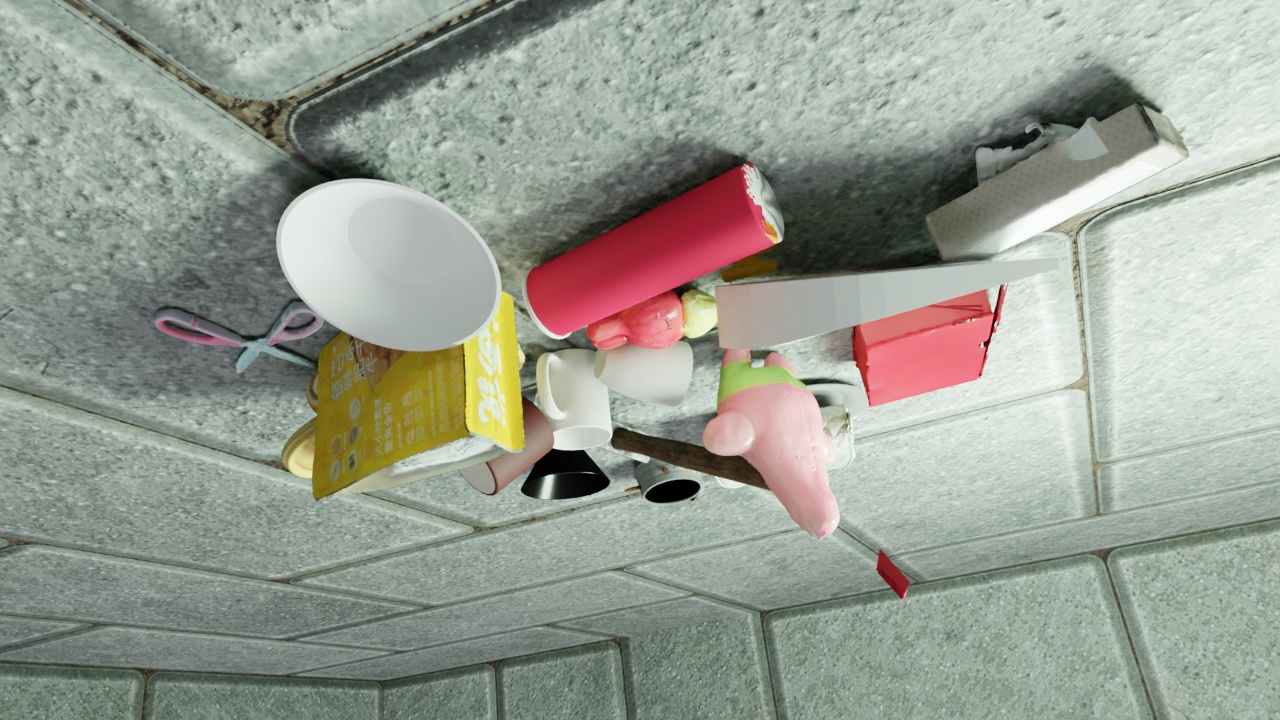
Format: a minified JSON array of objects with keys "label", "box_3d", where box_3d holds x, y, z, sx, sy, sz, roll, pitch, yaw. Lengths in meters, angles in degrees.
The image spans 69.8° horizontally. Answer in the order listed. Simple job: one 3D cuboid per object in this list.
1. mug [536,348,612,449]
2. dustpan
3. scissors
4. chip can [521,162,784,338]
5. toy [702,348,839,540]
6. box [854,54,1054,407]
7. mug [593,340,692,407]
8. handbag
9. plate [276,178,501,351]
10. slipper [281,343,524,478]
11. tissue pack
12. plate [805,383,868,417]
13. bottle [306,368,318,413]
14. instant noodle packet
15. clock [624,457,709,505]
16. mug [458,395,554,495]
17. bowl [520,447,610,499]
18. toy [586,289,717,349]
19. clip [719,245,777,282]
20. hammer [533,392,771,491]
[{"label":"mug","box_3d":[-0.079,0.037,0.988,0.074,0.090,0.110,-16,154,20]},{"label":"dustpan","box_3d":[0.196,-0.050,0.808,0.258,0.053,0.191,-5,-175,0]},{"label":"scissors","box_3d":[-0.363,-0.023,0.876,0.176,0.013,0.170,-18,153,24]},{"label":"chip can","box_3d":[0.007,-0.087,0.764,0.221,0.069,0.069,-22,152,29]},{"label":"toy","box_3d":[0.151,0.085,0.979,0.191,0.236,0.097,11,135,-36]},{"label":"box","box_3d":[0.350,-0.124,1.017,0.148,0.374,0.213,19,168,20]},{"label":"mug","box_3d":[-0.006,0.006,0.986,0.089,0.071,0.107,12,179,-18]},{"label":"handbag","box_3d":[0.190,0.118,1.228,0.195,0.072,0.139,-13,154,13]},{"label":"plate","box_3d":[-0.193,-0.081,0.723,0.174,0.036,0.174,4,137,4]},{"label":"slipper","box_3d":[-0.230,0.063,0.932,0.263,0.078,0.099,-31,158,0]},{"label":"tissue pack","box_3d":[0.326,-0.147,0.739,0.103,0.071,0.182,-4,164,-46]},{"label":"plate","box_3d":[0.213,0.063,1.219,0.178,0.012,0.179,-6,156,-3]},{"label":"bottle","box_3d":[-0.305,0.044,0.976,0.063,0.063,0.108,-11,154,8]},{"label":"instant noodle packet","box_3d":[-0.220,0.028,0.846,0.222,0.162,0.084,-19,155,26]},{"label":"clock","box_3d":[0.053,0.180,1.381,0.104,0.056,0.147,-35,140,31]},{"label":"mug","box_3d":[-0.145,0.074,0.940,0.073,0.082,0.106,22,136,35]},{"label":"bowl","box_3d":[-0.106,0.151,1.279,0.124,0.052,0.124,-6,156,-3]},{"label":"toy","box_3d":[0.013,-0.038,0.901,0.135,0.045,0.092,-11,154,-4]},{"label":"clip","box_3d":[0.094,-0.097,0.825,0.054,0.046,0.048,-12,-171,14]},{"label":"hammer","box_3d":[0.038,0.104,1.078,0.301,0.037,0.217,10,170,37]}]
